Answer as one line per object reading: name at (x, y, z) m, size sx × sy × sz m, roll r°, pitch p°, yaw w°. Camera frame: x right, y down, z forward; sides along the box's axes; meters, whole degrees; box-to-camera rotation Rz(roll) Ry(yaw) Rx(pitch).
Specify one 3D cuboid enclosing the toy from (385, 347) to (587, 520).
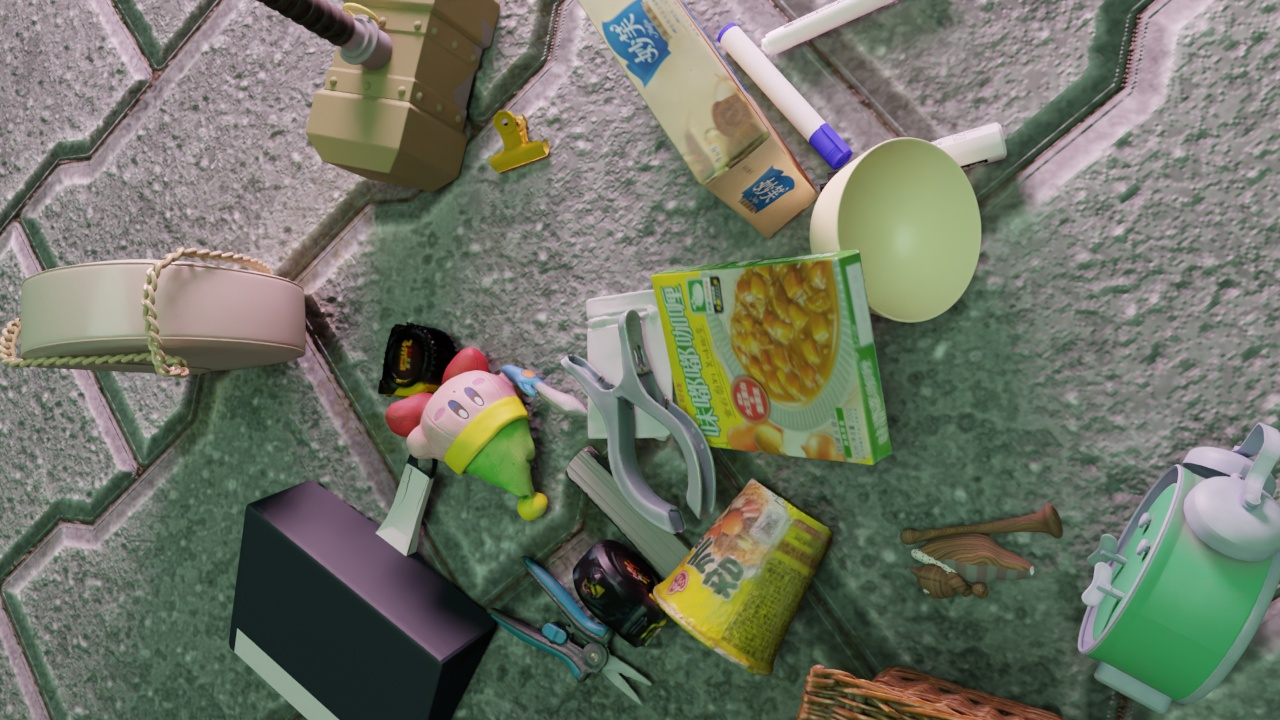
toy at (-0.119, 0.059, 0.745) m, size 0.131 × 0.097 × 0.124 m, roll 35°, pitch 60°, yaw 29°

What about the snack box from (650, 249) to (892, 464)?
snack box at (0.083, -0.002, 0.619) m, size 0.168 × 0.027 × 0.132 m, roll 1°, pitch 107°, yaw 49°

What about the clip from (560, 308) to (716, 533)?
clip at (-0.011, 0.056, 0.683) m, size 0.108 × 0.028 × 0.163 m, roll -32°, pitch 73°, yaw 28°

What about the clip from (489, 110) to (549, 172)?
clip at (-0.108, -0.188, 0.773) m, size 0.053 × 0.035 × 0.046 m, roll -14°, pitch 88°, yaw 23°

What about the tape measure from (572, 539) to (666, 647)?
tape measure at (-0.016, 0.169, 0.682) m, size 0.071 × 0.072 × 0.042 m, roll 36°, pitch 104°, yaw -7°

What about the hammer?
hammer at (-0.249, -0.260, 0.678) m, size 0.101 × 0.324 × 0.190 m, roll 15°, pitch 91°, yaw 23°

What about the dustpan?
dustpan at (-0.234, 0.197, 0.791) m, size 0.236 × 0.080 × 0.274 m, roll 30°, pitch 118°, yaw 22°

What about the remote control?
remote control at (-0.006, 0.121, 0.712) m, size 0.136 × 0.013 × 0.033 m, roll 42°, pitch 103°, yaw 19°

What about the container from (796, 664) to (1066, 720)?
container at (0.168, 0.306, 0.529) m, size 0.162 × 0.183 × 0.250 m, roll 13°, pitch 90°, yaw 24°

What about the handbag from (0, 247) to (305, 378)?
handbag at (-0.403, -0.026, 0.787) m, size 0.209 × 0.210 × 0.103 m, roll -7°, pitch 83°, yaw 30°

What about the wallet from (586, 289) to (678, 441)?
wallet at (-0.004, 0.004, 0.714) m, size 0.086 × 0.032 × 0.116 m, roll 0°, pitch 90°, yaw 32°

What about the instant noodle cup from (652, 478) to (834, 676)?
instant noodle cup at (0.077, 0.145, 0.636) m, size 0.102 × 0.102 × 0.108 m, roll 33°, pitch 89°, yaw 22°

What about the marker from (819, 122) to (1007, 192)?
marker at (0.189, -0.136, 0.644) m, size 0.126 × 0.025 × 0.025 m, roll -13°, pitch 81°, yaw 22°

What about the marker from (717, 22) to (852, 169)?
marker at (0.107, -0.200, 0.687) m, size 0.020 × 0.020 × 0.141 m, roll -41°, pitch 72°, yaw 15°

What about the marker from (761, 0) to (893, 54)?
marker at (0.152, -0.259, 0.675) m, size 0.134 × 0.017 × 0.020 m, roll -19°, pitch 42°, yaw 21°

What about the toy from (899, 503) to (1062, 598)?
toy at (0.222, 0.128, 0.601) m, size 0.102 × 0.041 × 0.054 m, roll -14°, pitch 58°, yaw 30°

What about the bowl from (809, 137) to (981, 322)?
bowl at (0.159, -0.084, 0.621) m, size 0.074 × 0.118 × 0.118 m, roll -176°, pitch 94°, yaw -66°

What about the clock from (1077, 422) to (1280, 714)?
clock at (0.306, 0.107, 0.514) m, size 0.075 × 0.121 × 0.162 m, roll 27°, pitch 115°, yaw 22°

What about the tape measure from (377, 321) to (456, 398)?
tape measure at (-0.188, 0.000, 0.789) m, size 0.063 × 0.038 × 0.067 m, roll 3°, pitch 84°, yaw 31°

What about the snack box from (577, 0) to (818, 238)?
snack box at (0.036, -0.196, 0.644) m, size 0.055 × 0.153 × 0.207 m, roll -36°, pitch 73°, yaw 16°

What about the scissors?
scissors at (-0.060, 0.214, 0.724) m, size 0.149 × 0.019 × 0.122 m, roll -7°, pitch 79°, yaw 17°
